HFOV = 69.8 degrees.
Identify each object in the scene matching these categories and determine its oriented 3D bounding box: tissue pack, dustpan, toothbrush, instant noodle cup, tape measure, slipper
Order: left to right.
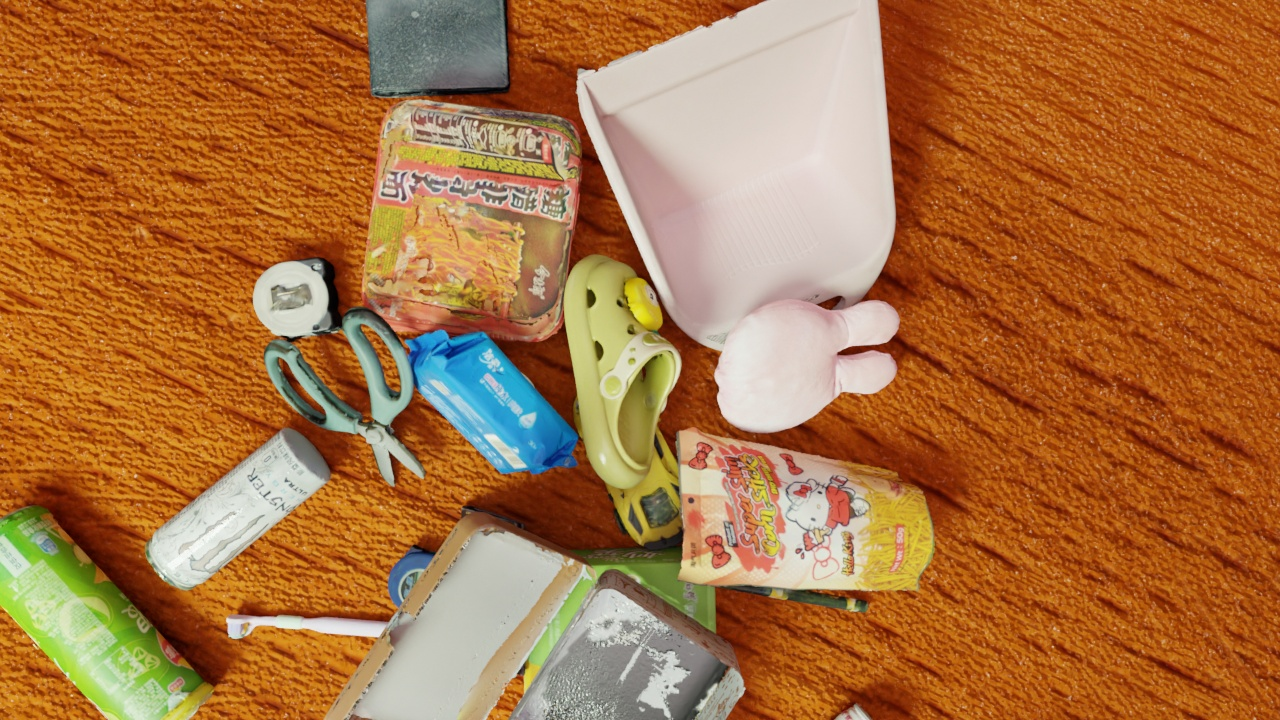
[{"bbox_3d":[-0.289,-0.050,0.773,0.066,0.033,0.065,-11,88,-2],"label":"tape measure"},{"bbox_3d":[-0.252,0.229,0.778,0.189,0.029,0.021,3,52,-3],"label":"toothbrush"},{"bbox_3d":[-0.185,0.187,0.778,0.054,0.025,0.058,9,86,0],"label":"tape measure"},{"bbox_3d":[-0.134,-0.109,0.755,0.164,0.079,0.188,7,89,-2],"label":"instant noodle cup"},{"bbox_3d":[-0.120,0.032,0.734,0.157,0.095,0.052,48,64,-15],"label":"tissue pack"},{"bbox_3d":[-0.004,0.004,0.725,0.082,0.091,0.190,-13,73,24],"label":"slipper"},{"bbox_3d":[0.100,-0.126,0.704,0.222,0.273,0.138,-24,65,1],"label":"dustpan"},{"bbox_3d":[0.117,0.188,0.755,0.185,0.012,0.017,17,70,-28],"label":"toothbrush"}]

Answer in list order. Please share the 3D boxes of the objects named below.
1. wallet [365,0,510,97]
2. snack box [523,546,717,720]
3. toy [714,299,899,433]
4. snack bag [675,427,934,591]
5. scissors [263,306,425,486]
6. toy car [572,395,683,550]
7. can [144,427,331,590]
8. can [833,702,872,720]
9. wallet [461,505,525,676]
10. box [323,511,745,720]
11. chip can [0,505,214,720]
[{"bbox_3d":[-0.173,-0.277,0.787,0.121,0.019,0.097,-3,89,-3],"label":"wallet"},{"bbox_3d":[-0.017,0.264,0.760,0.157,0.070,0.210,-1,90,-2],"label":"snack box"},{"bbox_3d":[0.139,0.003,0.765,0.159,0.054,0.121,-10,122,-9],"label":"toy"},{"bbox_3d":[0.127,0.126,0.743,0.207,0.073,0.128,10,58,-15],"label":"snack bag"},{"bbox_3d":[-0.225,0.023,0.743,0.172,0.019,0.180,42,126,-2],"label":"scissors"},{"bbox_3d":[-0.006,0.085,0.777,0.071,0.041,0.156,-25,88,-4],"label":"toy car"},{"bbox_3d":[-0.330,0.122,0.757,0.146,0.058,0.058,-39,91,-2],"label":"can"},{"bbox_3d":[0.151,0.353,0.772,0.132,0.053,0.053,-42,91,-2],"label":"can"},{"bbox_3d":[-0.123,0.186,0.751,0.020,0.096,0.122,0,90,-40],"label":"wallet"},{"bbox_3d":[-0.066,0.232,0.660,0.274,0.124,0.179,34,88,-22],"label":"box"},{"bbox_3d":[-0.449,0.216,0.745,0.072,0.072,0.221,-42,91,-2],"label":"chip can"}]
